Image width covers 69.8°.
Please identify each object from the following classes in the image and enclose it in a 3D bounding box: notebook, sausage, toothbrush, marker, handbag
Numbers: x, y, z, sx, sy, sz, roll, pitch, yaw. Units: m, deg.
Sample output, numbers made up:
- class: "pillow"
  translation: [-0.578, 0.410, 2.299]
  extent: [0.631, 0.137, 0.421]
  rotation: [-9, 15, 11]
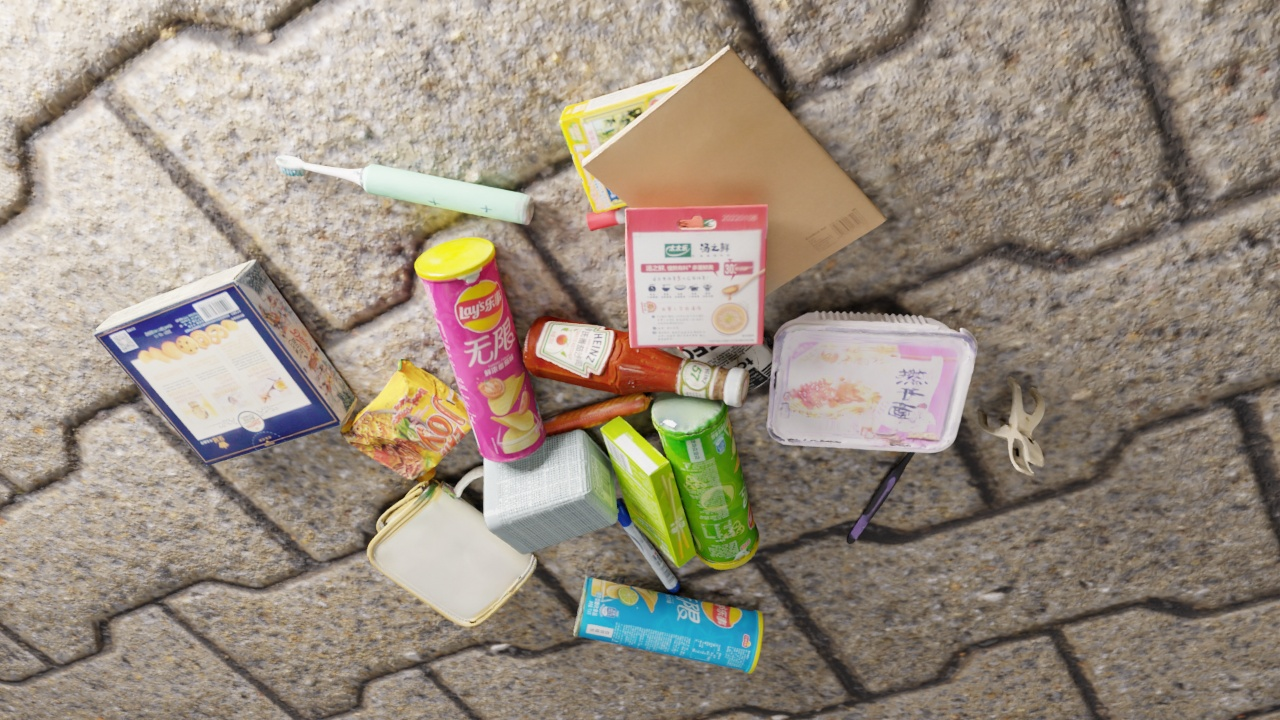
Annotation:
- class: "notebook"
  translation: [0.079, -0.135, 0.741]
  extent: [0.150, 0.012, 0.211]
  rotation: [-32, 129, 30]
- class: "sausage"
  translation: [-0.062, 0.060, 0.926]
  extent: [0.165, 0.021, 0.021]
  rotation: [-17, 122, 18]
- class: "toothbrush"
  translation: [0.254, 0.129, 0.947]
  extent: [0.014, 0.016, 0.189]
  rotation: [24, 129, 4]
- class: "marker"
  translation: [0.024, -0.132, 0.781]
  extent: [0.145, 0.017, 0.017]
  rotation: [-10, 124, 14]
- class: "toothbrush"
  translation: [-0.203, -0.150, 0.790]
  extent: [0.224, 0.026, 0.027]
  rotation: [11, 148, -1]
- class: "marker"
  translation: [0.006, 0.210, 1.029]
  extent: [0.017, 0.016, 0.146]
  rotation: [-21, 121, 20]
- class: "handbag"
  translation: [-0.190, 0.193, 1.024]
  extent: [0.179, 0.063, 0.163]
  rotation: [-42, 113, 14]

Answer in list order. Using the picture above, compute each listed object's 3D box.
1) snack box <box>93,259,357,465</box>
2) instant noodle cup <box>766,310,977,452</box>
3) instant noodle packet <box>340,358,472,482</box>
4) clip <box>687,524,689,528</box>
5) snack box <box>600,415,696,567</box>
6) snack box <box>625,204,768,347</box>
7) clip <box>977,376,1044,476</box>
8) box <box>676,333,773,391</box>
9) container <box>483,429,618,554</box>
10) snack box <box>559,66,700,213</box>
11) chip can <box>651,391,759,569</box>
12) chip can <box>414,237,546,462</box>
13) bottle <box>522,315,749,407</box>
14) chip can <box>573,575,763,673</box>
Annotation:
- class: "snack box"
  translation: [-0.411, 0.008, 0.917]
  extent: [0.178, 0.045, 0.182]
  rotation: [-16, 122, 17]
- class: "instant noodle cup"
  translation: [0.204, 0.012, 0.837]
  extent: [0.173, 0.060, 0.138]
  rotation: [2, 125, 4]
- class: "instant noodle packet"
  translation: [-0.230, 0.064, 0.938]
  extent: [0.110, 0.044, 0.129]
  rotation: [35, 122, -22]
- class: "clip"
  translation: [0.048, 0.173, 0.997]
  extent: [0.015, 0.049, 0.057]
  rotation: [6, 120, 3]
- class: "snack box"
  translation: [0.009, 0.134, 0.923]
  extent: [0.026, 0.086, 0.156]
  rotation: [-33, 135, -19]
- class: "snack box"
  translation: [0.045, -0.075, 0.754]
  extent: [0.113, 0.044, 0.127]
  rotation: [-1, 121, 2]
- class: "clip"
  translation: [0.341, 0.069, 0.847]
  extent: [0.035, 0.102, 0.094]
  rotation: [23, 150, -11]
- class: "box"
  translation: [0.058, -0.030, 0.827]
  extent: [0.164, 0.059, 0.072]
  rotation: [40, 142, -22]
- class: "container"
  translation: [-0.089, 0.131, 0.930]
  extent: [0.112, 0.090, 0.090]
  rotation: [-18, 143, 16]
- class: "snack box"
  translation: [0.014, -0.178, 0.741]
  extent: [0.140, 0.033, 0.087]
  rotation: [-14, 123, 14]
- class: "chip can"
  translation: [0.067, 0.114, 0.903]
  extent: [0.073, 0.072, 0.221]
  rotation: [-7, 132, 12]
- class: "chip can"
  translation: [-0.144, -0.006, 0.856]
  extent: [0.071, 0.071, 0.211]
  rotation: [-5, 124, 10]
- class: "bottle"
  translation: [-0.005, 0.005, 0.829]
  extent: [0.206, 0.059, 0.060]
  rotation: [12, 127, 17]
- class: "chip can"
  translation: [0.032, 0.305, 1.061]
  extent: [0.210, 0.071, 0.071]
  rotation: [12, 126, -1]
